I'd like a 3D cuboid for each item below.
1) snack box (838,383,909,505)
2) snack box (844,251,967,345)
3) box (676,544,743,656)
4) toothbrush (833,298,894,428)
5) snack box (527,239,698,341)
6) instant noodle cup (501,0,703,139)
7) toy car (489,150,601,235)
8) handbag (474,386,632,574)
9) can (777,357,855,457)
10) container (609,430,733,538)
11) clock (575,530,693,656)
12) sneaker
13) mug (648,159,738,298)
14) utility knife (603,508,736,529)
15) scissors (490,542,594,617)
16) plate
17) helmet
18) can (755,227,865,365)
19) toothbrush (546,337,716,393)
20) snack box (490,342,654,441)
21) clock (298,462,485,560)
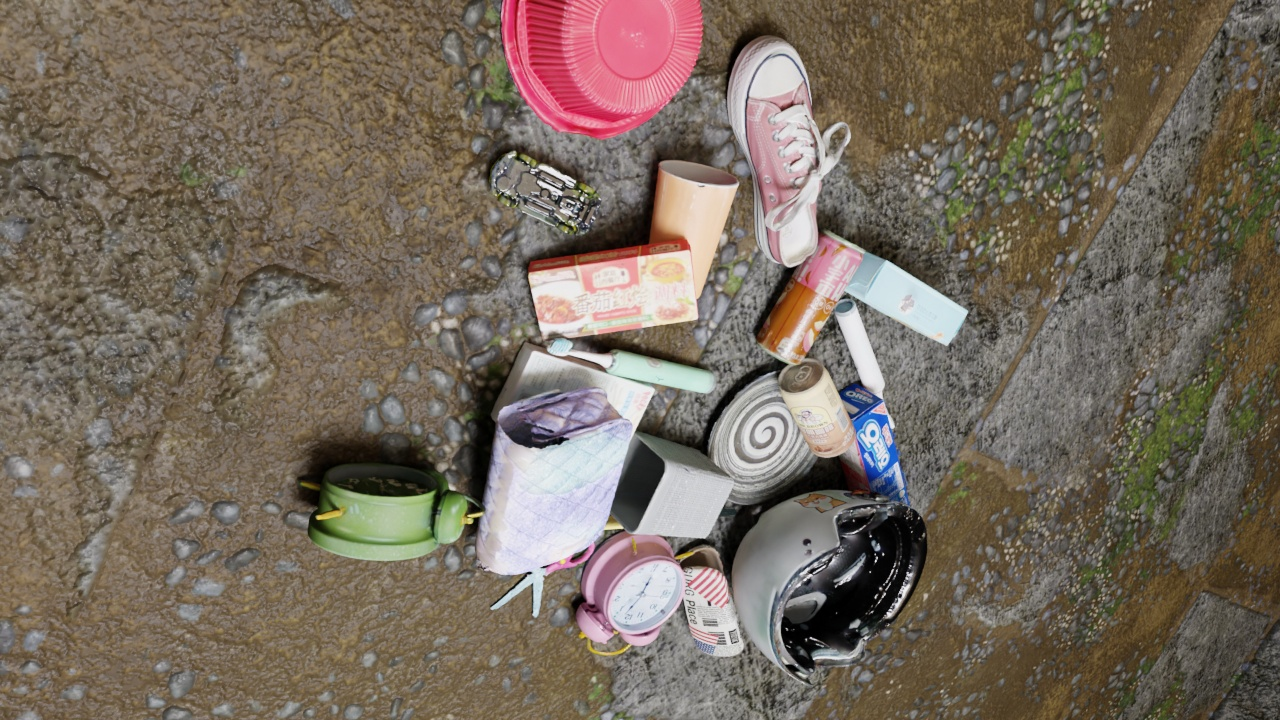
[{"bbox_3d":[0.293,0.126,1.176,0.057,0.058,0.208,-34,127,-13],"label":"snack box"},{"bbox_3d":[0.298,-0.076,1.068,0.174,0.074,0.052,22,101,-37],"label":"snack box"},{"bbox_3d":[0.086,0.308,1.126,0.075,0.083,0.163,-21,125,-9],"label":"box"},{"bbox_3d":[0.282,0.012,1.133,0.026,0.026,0.221,-14,130,21],"label":"toothbrush"},{"bbox_3d":[-0.025,-0.066,0.868,0.153,0.025,0.075,-8,122,2],"label":"snack box"},{"bbox_3d":[-0.017,-0.280,0.781,0.193,0.066,0.194,-14,121,-25],"label":"instant noodle cup"},{"bbox_3d":[-0.087,-0.151,0.825,0.105,0.032,0.048,22,101,-25],"label":"toy car"},{"bbox_3d":[-0.090,0.118,0.900,0.134,0.075,0.194,-15,137,-35],"label":"handbag"},{"bbox_3d":[0.204,0.056,1.057,0.058,0.058,0.116,-40,126,-9],"label":"can"},{"bbox_3d":[0.030,0.139,1.005,0.114,0.090,0.090,16,104,-39],"label":"container"},{"bbox_3d":[-0.013,0.275,1.064,0.117,0.060,0.159,18,105,-36],"label":"clock"},{"bbox_3d":[0.151,-0.197,0.910,0.118,0.088,0.241,-25,125,-19],"label":"sneaker"},{"bbox_3d":[0.043,-0.125,0.894,0.078,0.078,0.123,-3,120,-30],"label":"mug"},{"bbox_3d":[0.028,0.184,1.064,0.220,0.031,0.022,8,106,-35],"label":"utility knife"},{"bbox_3d":[-0.114,0.229,1.009,0.133,0.017,0.130,-36,129,-7],"label":"scissors"},{"bbox_3d":[0.151,0.090,1.095,0.179,0.024,0.180,-12,118,-25],"label":"plate"},{"bbox_3d":[0.215,0.255,1.133,0.273,0.157,0.230,-15,118,-40],"label":"helmet"},{"bbox_3d":[0.186,-0.069,1.009,0.057,0.058,0.147,19,106,-36],"label":"can"},{"bbox_3d":[-0.006,0.006,0.941,0.224,0.026,0.027,13,131,-41],"label":"toothbrush"},{"bbox_3d":[-0.067,0.043,0.936,0.156,0.027,0.085,18,103,-36],"label":"snack box"},{"bbox_3d":[-0.221,0.134,0.834,0.161,0.116,0.056,5,100,-30],"label":"clock"}]
